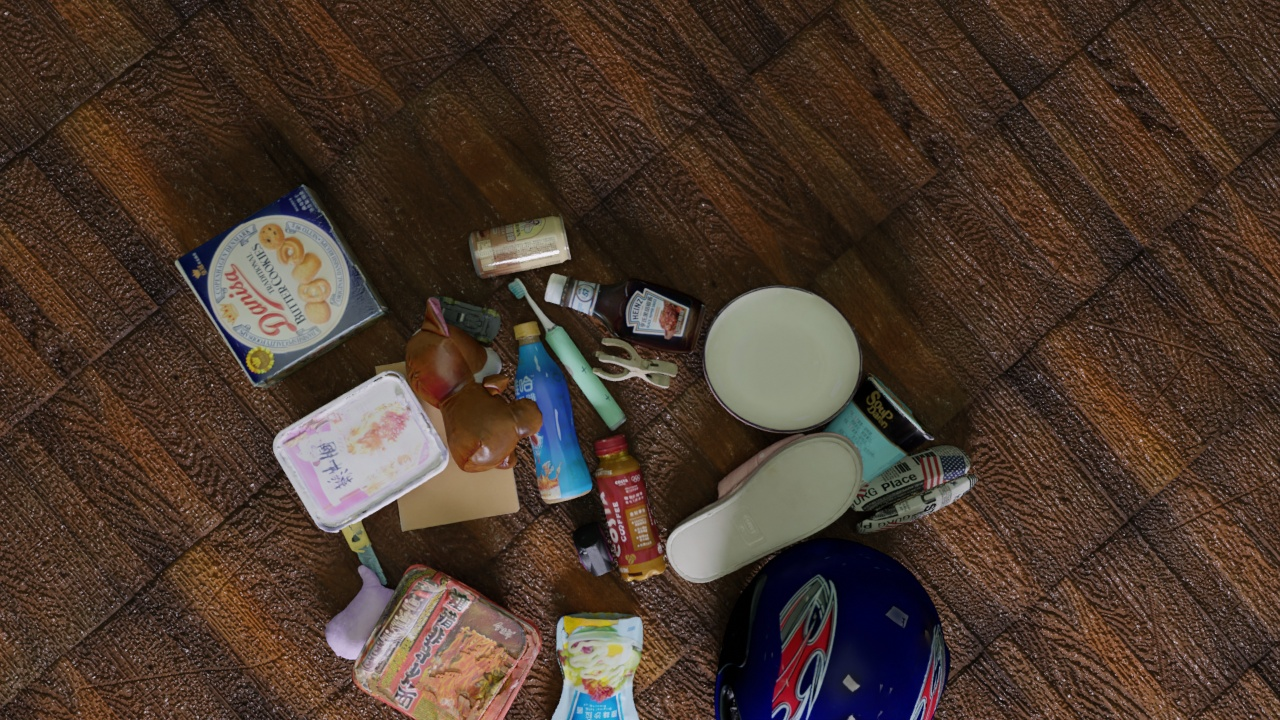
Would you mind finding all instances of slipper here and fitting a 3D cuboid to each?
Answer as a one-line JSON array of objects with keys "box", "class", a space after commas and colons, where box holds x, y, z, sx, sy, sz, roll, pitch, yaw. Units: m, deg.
[{"box": [0.148, 0.177, 1.106, 0.275, 0.054, 0.114, -38, 89, 20], "class": "slipper"}]

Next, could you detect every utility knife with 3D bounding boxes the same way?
[{"box": [-0.360, 0.187, 1.128, 0.031, 0.021, 0.198, -25, 95, 3], "class": "utility knife"}]

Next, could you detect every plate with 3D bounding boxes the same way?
[{"box": [0.172, 0.002, 1.124, 0.192, 0.039, 0.192, -1, 69, 2], "class": "plate"}]

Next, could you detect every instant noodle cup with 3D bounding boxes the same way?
[{"box": [0.272, 0.094, 1.115, 0.111, 0.111, 0.120, 44, 103, -1], "class": "instant noodle cup"}, {"box": [-0.328, 0.108, 1.095, 0.173, 0.060, 0.138, -31, 89, -4], "class": "instant noodle cup"}, {"box": [-0.225, 0.347, 1.096, 0.189, 0.079, 0.164, 30, 88, -1], "class": "instant noodle cup"}]

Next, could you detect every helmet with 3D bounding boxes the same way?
[{"box": [0.209, 0.362, 1.038, 0.247, 0.240, 0.315, 21, 89, -3], "class": "helmet"}]

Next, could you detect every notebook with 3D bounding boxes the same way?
[{"box": [-0.239, 0.097, 1.136, 0.148, 0.008, 0.207, -10, 89, -3], "class": "notebook"}]

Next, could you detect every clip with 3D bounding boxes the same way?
[{"box": [-0.013, 0.012, 1.140, 0.104, 0.082, 0.034, 24, 52, -23], "class": "clip"}]

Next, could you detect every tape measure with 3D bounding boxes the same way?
[{"box": [-0.060, 0.228, 1.118, 0.039, 0.058, 0.057, -23, 112, -1], "class": "tape measure"}]

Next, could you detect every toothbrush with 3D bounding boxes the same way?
[{"box": [-0.090, -0.010, 1.136, 0.027, 0.026, 0.224, -36, 91, -20], "class": "toothbrush"}]

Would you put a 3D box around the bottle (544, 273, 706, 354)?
[{"box": [-0.020, -0.065, 1.134, 0.195, 0.044, 0.080, 16, 87, -2], "class": "bottle"}]

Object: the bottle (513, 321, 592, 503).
[{"box": [-0.113, 0.061, 1.115, 0.065, 0.065, 0.218, -13, 89, -3], "class": "bottle"}]

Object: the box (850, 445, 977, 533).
[{"box": [0.333, 0.153, 1.143, 0.163, 0.076, 0.087, -20, 70, 0], "class": "box"}]

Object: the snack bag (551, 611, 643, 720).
[{"box": [-0.054, 0.407, 1.126, 0.110, 0.039, 0.191, 3, 89, -14], "class": "snack bag"}]

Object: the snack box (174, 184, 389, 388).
[{"box": [-0.431, -0.088, 1.112, 0.182, 0.046, 0.178, -32, 90, -4], "class": "snack box"}]

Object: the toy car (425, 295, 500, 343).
[{"box": [-0.217, -0.051, 1.126, 0.091, 0.036, 0.043, 16, 87, -2], "class": "toy car"}]

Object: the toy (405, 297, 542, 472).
[{"box": [-0.202, 0.030, 1.076, 0.199, 0.130, 0.140, 47, 131, 10], "class": "toy"}]

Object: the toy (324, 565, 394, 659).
[{"box": [-0.336, 0.311, 1.110, 0.084, 0.039, 0.108, 39, 86, -11], "class": "toy"}]

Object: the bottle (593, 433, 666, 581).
[{"box": [-0.017, 0.177, 1.121, 0.057, 0.057, 0.175, -15, 89, -3], "class": "bottle"}]

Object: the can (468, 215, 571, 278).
[{"box": [-0.147, -0.139, 1.121, 0.116, 0.058, 0.058, -12, 89, -3], "class": "can"}]
